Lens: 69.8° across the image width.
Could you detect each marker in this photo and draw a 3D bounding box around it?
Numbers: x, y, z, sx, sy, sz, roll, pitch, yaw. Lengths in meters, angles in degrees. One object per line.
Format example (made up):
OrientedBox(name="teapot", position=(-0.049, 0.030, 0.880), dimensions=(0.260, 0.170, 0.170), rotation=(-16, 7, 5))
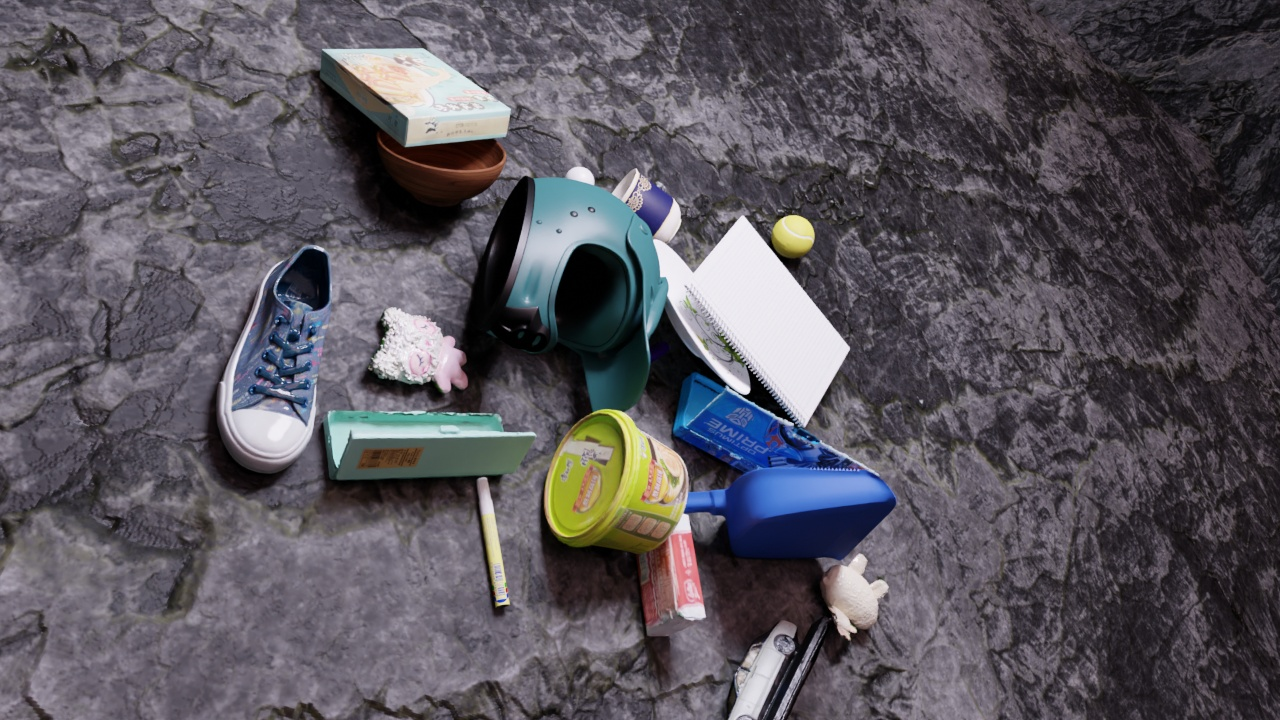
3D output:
OrientedBox(name="marker", position=(-0.007, 0.007, 1.139), dimensions=(0.018, 0.015, 0.133), rotation=(30, 40, 23))
OrientedBox(name="marker", position=(-0.148, 0.180, 0.916), dimensions=(0.014, 0.014, 0.132), rotation=(4, 59, -34))

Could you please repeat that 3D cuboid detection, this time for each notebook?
OrientedBox(name="notebook", position=(0.175, -0.054, 1.219), dimensions=(0.245, 0.013, 0.177), rotation=(49, 50, -12))

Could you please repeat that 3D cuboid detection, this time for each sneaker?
OrientedBox(name="sneaker", position=(-0.336, -0.012, 0.862), dimensions=(0.087, 0.079, 0.235), rotation=(17, 52, -27))

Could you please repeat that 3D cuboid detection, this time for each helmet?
OrientedBox(name="helmet", position=(-0.067, -0.078, 1.028), dimensions=(0.200, 0.177, 0.274), rotation=(22, 41, -21))

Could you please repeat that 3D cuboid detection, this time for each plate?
OrientedBox(name="plate", position=(0.067, -0.050, 1.175), dimensions=(0.229, 0.030, 0.229), rotation=(51, 18, -24))

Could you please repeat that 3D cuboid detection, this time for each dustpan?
OrientedBox(name="dustpan", position=(0.121, 0.176, 1.024), dimensions=(0.257, 0.246, 0.059), rotation=(-3, 64, -4))

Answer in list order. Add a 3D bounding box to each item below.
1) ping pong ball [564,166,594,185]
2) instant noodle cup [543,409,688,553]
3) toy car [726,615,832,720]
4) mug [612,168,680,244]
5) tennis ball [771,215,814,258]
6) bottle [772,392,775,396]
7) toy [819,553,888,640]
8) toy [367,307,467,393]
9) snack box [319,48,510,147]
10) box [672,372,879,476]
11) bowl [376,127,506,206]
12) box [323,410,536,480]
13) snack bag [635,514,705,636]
OrientedBox(name="ping pong ball", position=(-0.082, -0.239, 1.231), dimensions=(0.040, 0.040, 0.040), rotation=(19, 52, -26))
OrientedBox(name="instant noodle cup", position=(-0.022, 0.132, 0.958), dimensions=(0.097, 0.147, 0.146), rotation=(26, 48, -34))
OrientedBox(name="toy car", position=(0.132, 0.351, 0.972), dimensions=(0.071, 0.094, 0.191), rotation=(23, 44, 18))
OrientedBox(name="mug", position=(0.001, -0.187, 1.228), dimensions=(0.089, 0.086, 0.111), rotation=(33, 52, -17))
OrientedBox(name="tennis ball", position=(0.235, -0.190, 1.414), dimensions=(0.065, 0.065, 0.065), rotation=(19, 52, -26))
OrientedBox(name="bottle", position=(0.177, -0.051, 1.275), dimensions=(0.068, 0.068, 0.209), rotation=(1, 65, -36))
OrientedBox(name="toy", position=(0.254, 0.290, 1.114), dimensions=(0.087, 0.050, 0.112), rotation=(47, 59, -7))
OrientedBox(name="toy", position=(-0.228, -0.008, 0.971), dimensions=(0.109, 0.041, 0.095), rotation=(25, 48, -29))
OrientedBox(name="snack box", position=(-0.270, -0.317, 1.094), dimensions=(0.141, 0.044, 0.193), rotation=(-19, 47, -42))
OrientedBox(name="box", position=(0.173, 0.091, 1.143), dimensions=(0.243, 0.116, 0.093), rotation=(29, 49, -18))
OrientedBox(name="bowl", position=(-0.236, -0.222, 1.075), dimensions=(0.147, 0.069, 0.147), rotation=(11, 33, -7))
OrientedBox(name="box", position=(-0.202, 0.072, 0.896), dimensions=(0.187, 0.093, 0.077), rotation=(4, 60, -34))
OrientedBox(name="snack bag", position=(0.029, 0.227, 0.971), dimensions=(0.036, 0.077, 0.115), rotation=(9, 57, -30))
